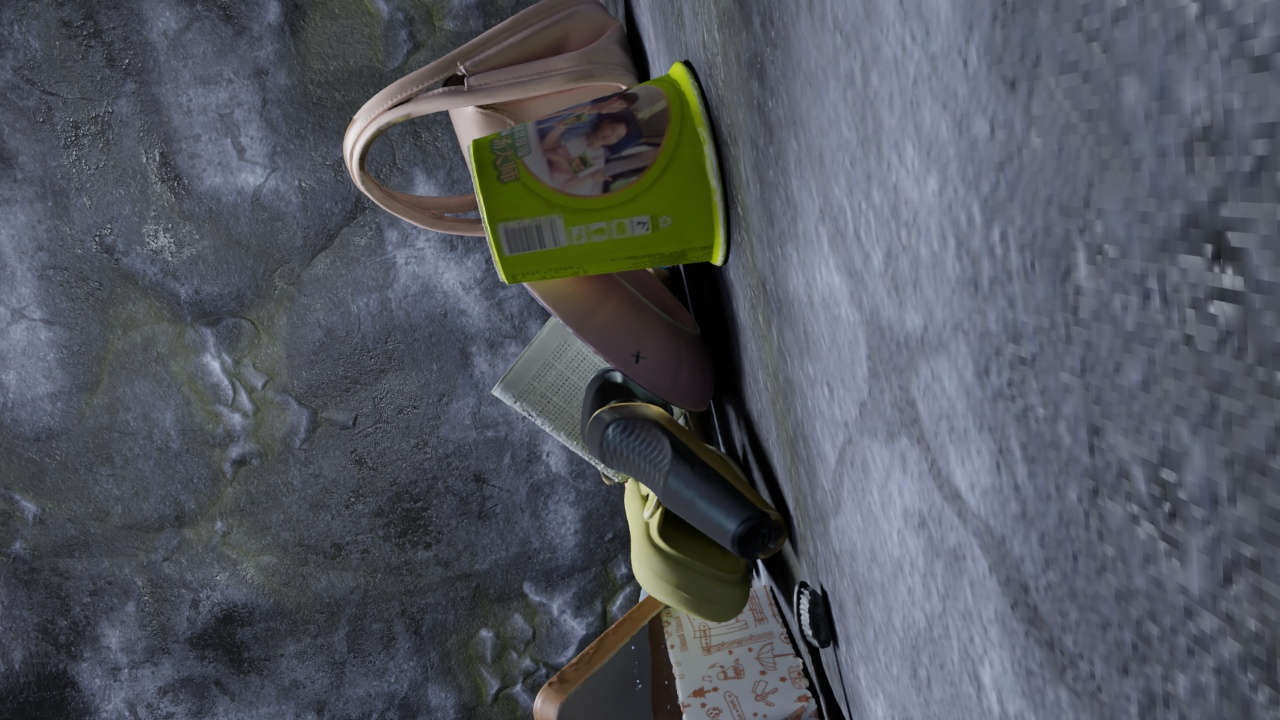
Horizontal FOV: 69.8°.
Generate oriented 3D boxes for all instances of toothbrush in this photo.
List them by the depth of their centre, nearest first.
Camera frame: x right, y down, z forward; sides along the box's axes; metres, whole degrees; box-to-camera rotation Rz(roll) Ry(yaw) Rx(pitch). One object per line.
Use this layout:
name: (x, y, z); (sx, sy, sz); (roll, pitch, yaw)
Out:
toothbrush: (0.100, 0.198, 0.441); (0.016, 0.014, 0.189); (-10, 94, 63)
toothbrush: (0.028, -0.048, 0.718); (0.014, 0.017, 0.189); (87, 172, -74)

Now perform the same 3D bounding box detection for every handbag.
handbag: (-0.113, -0.170, 0.721); (0.193, 0.234, 0.093); (83, 172, -63)

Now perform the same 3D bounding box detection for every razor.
razor: (0.023, 0.061, 0.544); (0.167, 0.067, 0.062); (36, 126, 45)

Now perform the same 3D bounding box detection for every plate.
plate: (-0.016, -0.044, 0.613); (0.192, 0.039, 0.192); (40, -168, -10)

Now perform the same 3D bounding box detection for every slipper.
slipper: (0.042, 0.098, 0.603); (0.082, 0.091, 0.190); (-63, 5, 14)

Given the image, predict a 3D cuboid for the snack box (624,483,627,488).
snack box: (0.019, 0.087, 0.836); (0.094, 0.077, 0.093); (-161, 58, -86)

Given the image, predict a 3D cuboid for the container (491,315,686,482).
container: (-0.032, 0.020, 0.667); (0.114, 0.090, 0.090); (40, -175, -4)

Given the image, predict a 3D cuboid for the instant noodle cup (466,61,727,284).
instant noodle cup: (-0.026, -0.093, 0.500); (0.112, 0.123, 0.111); (165, 93, -87)

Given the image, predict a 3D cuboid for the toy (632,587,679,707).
toy: (0.038, 0.265, 0.856); (0.357, 0.091, 0.137); (87, -175, -61)

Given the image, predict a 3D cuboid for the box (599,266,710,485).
box: (-0.004, 0.004, 0.746); (0.061, 0.090, 0.184); (-12, -88, -74)

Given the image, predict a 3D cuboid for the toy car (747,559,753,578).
toy car: (0.058, 0.136, 0.690); (0.090, 0.043, 0.034); (-109, 24, -72)

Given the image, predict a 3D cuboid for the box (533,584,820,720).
box: (0.020, 0.258, 0.597); (0.152, 0.178, 0.182); (-112, 9, -65)
